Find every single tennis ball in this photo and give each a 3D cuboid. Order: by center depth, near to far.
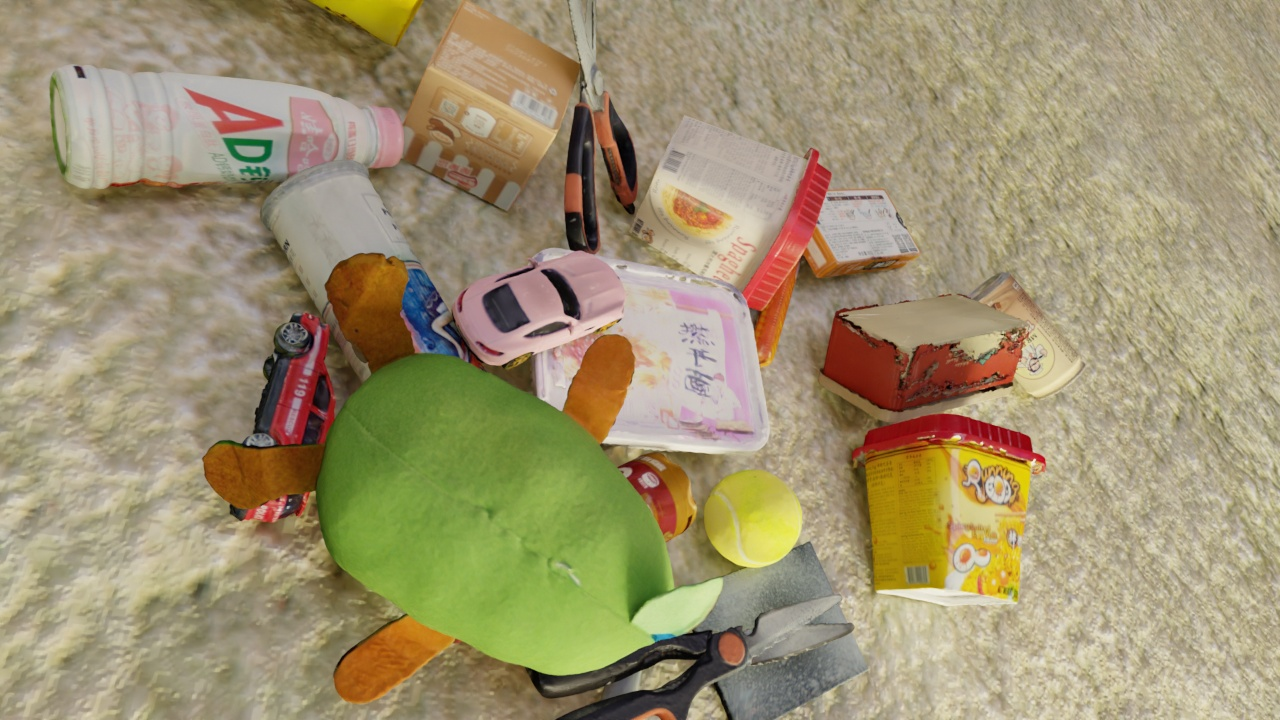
[{"bbox_3d":[0.076,0.107,0.622,0.065,0.066,0.065,14,58,-24],"label":"tennis ball"}]

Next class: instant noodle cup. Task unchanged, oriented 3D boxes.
[{"bbox_3d":[-0.004,0.004,0.634,0.173,0.061,0.137,9,61,-28],"label":"instant noodle cup"},{"bbox_3d":[0.229,0.116,0.687,0.116,0.116,0.123,15,69,-23],"label":"instant noodle cup"},{"bbox_3d":[0.067,-0.119,0.718,0.124,0.117,0.116,27,53,-3],"label":"instant noodle cup"}]

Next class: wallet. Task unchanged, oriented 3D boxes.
[{"bbox_3d":[0.091,0.184,0.620,0.120,0.019,0.097,-12,69,-34],"label":"wallet"}]

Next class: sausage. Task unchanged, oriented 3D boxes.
[{"bbox_3d":[0.114,-0.054,0.761,0.021,0.022,0.164,31,52,-13],"label":"sausage"}]

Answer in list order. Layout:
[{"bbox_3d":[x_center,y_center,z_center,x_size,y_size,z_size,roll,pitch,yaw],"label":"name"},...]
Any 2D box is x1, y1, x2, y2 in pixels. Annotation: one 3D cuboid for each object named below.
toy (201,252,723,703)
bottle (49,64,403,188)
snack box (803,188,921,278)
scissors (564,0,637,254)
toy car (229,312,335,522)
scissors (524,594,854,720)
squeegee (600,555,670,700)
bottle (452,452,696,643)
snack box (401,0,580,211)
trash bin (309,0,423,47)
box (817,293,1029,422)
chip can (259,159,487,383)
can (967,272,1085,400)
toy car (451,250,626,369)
[{"bbox_3d":[-0.082,0.072,0.461,0.246,0.090,0.227,38,86,-6],"label":"toy"},{"bbox_3d":[-0.245,-0.141,0.566,0.196,0.068,0.068,-9,70,-37],"label":"bottle"},{"bbox_3d":[0.191,-0.116,0.822,0.153,0.026,0.075,-12,70,-45],"label":"snack box"},{"bbox_3d":[-0.033,-0.172,0.646,0.015,0.227,0.188,3,60,19],"label":"scissors"},{"bbox_3d":[-0.195,0.032,0.511,0.045,0.053,0.120,16,60,-25],"label":"toy car"},{"bbox_3d":[0.041,0.189,0.539,0.234,0.022,0.160,17,56,-20],"label":"scissors"},{"bbox_3d":[-0.019,0.219,0.522,0.246,0.039,0.245,23,48,-6],"label":"squeegee"},{"bbox_3d":[-0.045,0.111,0.551,0.174,0.058,0.057,-22,77,-37],"label":"bottle"},{"bbox_3d":[-0.109,-0.178,0.648,0.092,0.095,0.076,25,54,-17],"label":"snack box"},{"bbox_3d":[-0.231,-0.358,0.603,0.255,0.230,0.229,30,53,-21],"label":"trash bin"},{"bbox_3d":[0.237,-0.013,0.752,0.168,0.080,0.091,-9,29,-34],"label":"box"},{"bbox_3d":[-0.144,-0.013,0.552,0.071,0.071,0.214,-26,81,-38],"label":"chip can"},{"bbox_3d":[0.359,-0.024,0.867,0.116,0.059,0.058,50,51,2],"label":"can"},{"bbox_3d":[-0.058,-0.035,0.563,0.122,0.037,0.056,-23,79,-38],"label":"toy car"}]
